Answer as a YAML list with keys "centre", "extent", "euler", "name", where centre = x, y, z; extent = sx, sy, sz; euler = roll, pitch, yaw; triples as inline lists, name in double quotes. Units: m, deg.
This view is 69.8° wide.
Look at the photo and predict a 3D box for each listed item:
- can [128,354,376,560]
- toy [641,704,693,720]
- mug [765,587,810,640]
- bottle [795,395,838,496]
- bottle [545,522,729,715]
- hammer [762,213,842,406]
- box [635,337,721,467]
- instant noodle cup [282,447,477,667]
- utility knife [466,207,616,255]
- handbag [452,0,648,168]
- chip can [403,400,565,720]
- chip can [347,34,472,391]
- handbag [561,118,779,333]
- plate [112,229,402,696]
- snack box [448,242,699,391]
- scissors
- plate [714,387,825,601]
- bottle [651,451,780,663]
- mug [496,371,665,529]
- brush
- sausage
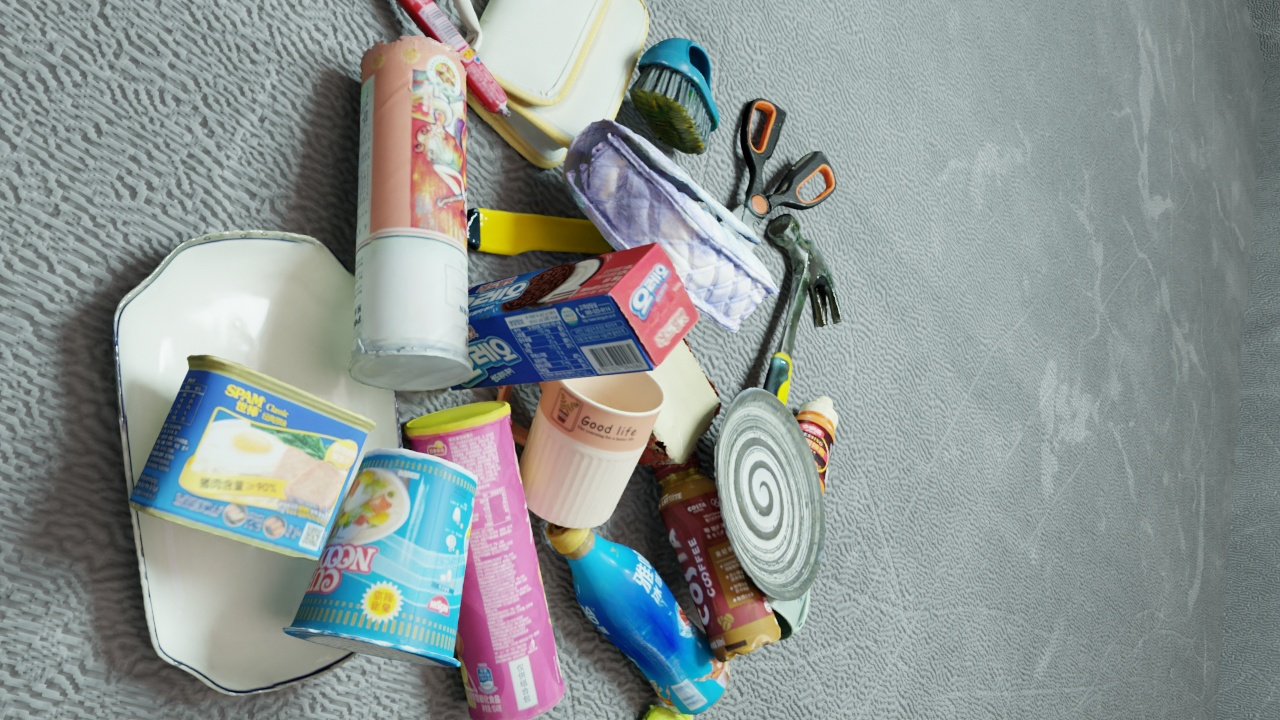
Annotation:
- centre: [-0.206, 0.054, 0.492]
  extent: [0.102, 0.057, 0.083]
  euler: [31, 69, -39]
  name: "can"
- centre: [0.012, 0.341, 0.766]
  extent: [0.096, 0.031, 0.100]
  euler: [-11, 96, -43]
  name: "toy"
- centre: [0.124, 0.197, 0.845]
  extent: [0.112, 0.082, 0.106]
  euler: [49, 50, -27]
  name: "mug"
- centre: [0.163, 0.091, 0.914]
  extent: [0.067, 0.067, 0.149]
  euler: [57, 45, -27]
  name: "bottle"
- centre: [-0.004, 0.200, 0.734]
  extent: [0.219, 0.065, 0.065]
  euler: [54, 53, -27]
  name: "bottle"
- centre: [0.135, 0.017, 0.882]
  extent: [0.126, 0.032, 0.322]
  euler: [44, 51, -36]
  name: "hammer"
- centre: [-0.004, 0.004, 0.734]
  extent: [0.091, 0.077, 0.168]
  euler: [-53, 122, -34]
  name: "box"
- centre: [-0.142, 0.114, 0.535]
  extent: [0.099, 0.099, 0.109]
  euler: [31, 58, -40]
  name: "instant noodle cup"
- centre: [-0.074, -0.096, 0.713]
  extent: [0.167, 0.015, 0.033]
  euler: [-2, 95, -46]
  name: "utility knife"
- centre: [-0.082, -0.256, 0.686]
  extent: [0.178, 0.063, 0.163]
  euler: [36, 62, -34]
  name: "handbag"
- centre: [-0.105, 0.138, 0.630]
  extent: [0.071, 0.072, 0.210]
  euler: [-18, 101, -44]
  name: "chip can"
- centre: [-0.143, -0.093, 0.572]
  extent: [0.071, 0.071, 0.214]
  euler: [14, 64, -44]
  name: "chip can"
- centre: [0.032, -0.101, 0.715]
  extent: [0.076, 0.134, 0.193]
  euler: [-45, 155, 11]
  name: "handbag"
- centre: [-0.221, 0.057, 0.543]
  extent: [0.161, 0.034, 0.266]
  euler: [-10, 95, -45]
  name: "plate"
- centre: [-0.063, -0.022, 0.585]
  extent: [0.058, 0.208, 0.057]
  euler: [-50, 119, -36]
  name: "snack box"
- centre: [0.109, -0.166, 0.885]
  extent: [0.226, 0.022, 0.198]
  euler: [-19, 86, -36]
  name: "scissors"
- centre: [0.106, 0.113, 0.772]
  extent: [0.179, 0.024, 0.179]
  euler: [26, 56, -46]
  name: "plate"
- centre: [0.058, 0.158, 0.765]
  extent: [0.057, 0.058, 0.174]
  euler: [-4, 65, -45]
  name: "bottle"
- centre: [-0.053, 0.050, 0.665]
  extent: [0.106, 0.114, 0.081]
  euler: [-68, 171, 26]
  name: "mug"
- centre: [0.035, -0.224, 0.763]
  extent: [0.143, 0.055, 0.073]
  euler: [28, 81, -74]
  name: "brush"
- centre: [-0.140, -0.228, 0.623]
  extent: [0.156, 0.020, 0.020]
  euler: [50, 53, -9]
  name: "sausage"
